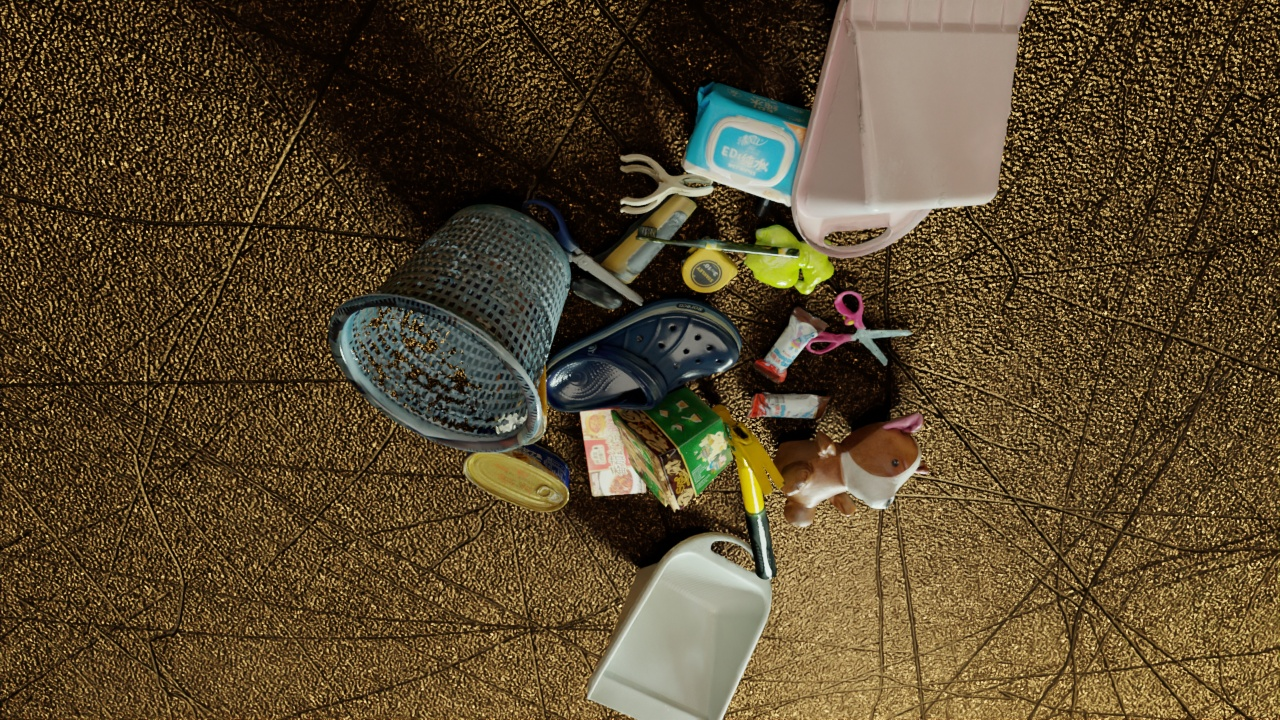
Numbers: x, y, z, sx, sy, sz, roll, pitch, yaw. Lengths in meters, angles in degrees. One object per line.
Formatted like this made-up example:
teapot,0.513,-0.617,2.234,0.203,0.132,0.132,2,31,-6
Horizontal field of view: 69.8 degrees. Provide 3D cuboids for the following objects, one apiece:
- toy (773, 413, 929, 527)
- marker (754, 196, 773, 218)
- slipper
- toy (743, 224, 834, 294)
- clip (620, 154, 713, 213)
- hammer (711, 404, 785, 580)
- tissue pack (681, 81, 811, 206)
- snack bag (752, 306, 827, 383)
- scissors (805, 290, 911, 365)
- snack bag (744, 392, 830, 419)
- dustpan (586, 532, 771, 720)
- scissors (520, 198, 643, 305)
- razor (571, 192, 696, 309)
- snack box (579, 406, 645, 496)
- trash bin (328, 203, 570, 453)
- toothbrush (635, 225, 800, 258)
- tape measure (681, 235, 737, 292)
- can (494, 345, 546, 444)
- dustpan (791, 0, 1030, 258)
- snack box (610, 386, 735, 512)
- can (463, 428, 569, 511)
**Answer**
toy,0.274,0.140,1.180,0.199,0.130,0.140,-18,141,0
marker,0.150,-0.206,0.980,0.018,0.015,0.124,17,124,-8
slipper,-0.006,0.006,1.087,0.253,0.095,0.105,-17,128,15
toy,0.169,-0.113,1.040,0.100,0.031,0.097,-13,123,3
clip,0.018,-0.175,0.961,0.101,0.096,0.035,27,167,3
hammer,0.153,0.196,1.225,0.032,0.129,0.301,-28,133,-14
tissue pack,0.115,-0.219,0.930,0.140,0.063,0.090,18,124,-2
snack bag,0.180,-0.018,1.112,0.045,0.026,0.106,35,122,3
scissors,0.260,-0.029,1.116,0.125,0.017,0.133,-34,124,19
snack bag,0.188,0.059,1.171,0.104,0.026,0.048,4,138,-4
dustpan,0.078,0.384,1.308,0.222,0.257,0.143,32,143,-22
scissors,-0.061,-0.120,0.993,0.175,0.012,0.106,15,117,19
razor,-0.003,-0.120,1.014,0.168,0.067,0.062,-44,139,19
snack box,-0.035,0.114,1.205,0.075,0.025,0.153,-4,127,1
trash bin,-0.173,-0.047,0.955,0.227,0.194,0.227,15,142,12
toothbrush,0.086,-0.128,0.994,0.185,0.012,0.017,5,101,-12
tape measure,0.075,-0.107,1.043,0.057,0.028,0.060,-38,119,22
can,-0.138,0.029,1.064,0.058,0.145,0.058,-3,129,-4
dustpan,0.249,-0.235,0.917,0.222,0.139,0.273,-6,103,-25
snack box,0.045,0.102,1.139,0.105,0.117,0.118,-31,132,-15
can,-0.161,0.145,1.210,0.148,0.049,0.075,27,121,-20
